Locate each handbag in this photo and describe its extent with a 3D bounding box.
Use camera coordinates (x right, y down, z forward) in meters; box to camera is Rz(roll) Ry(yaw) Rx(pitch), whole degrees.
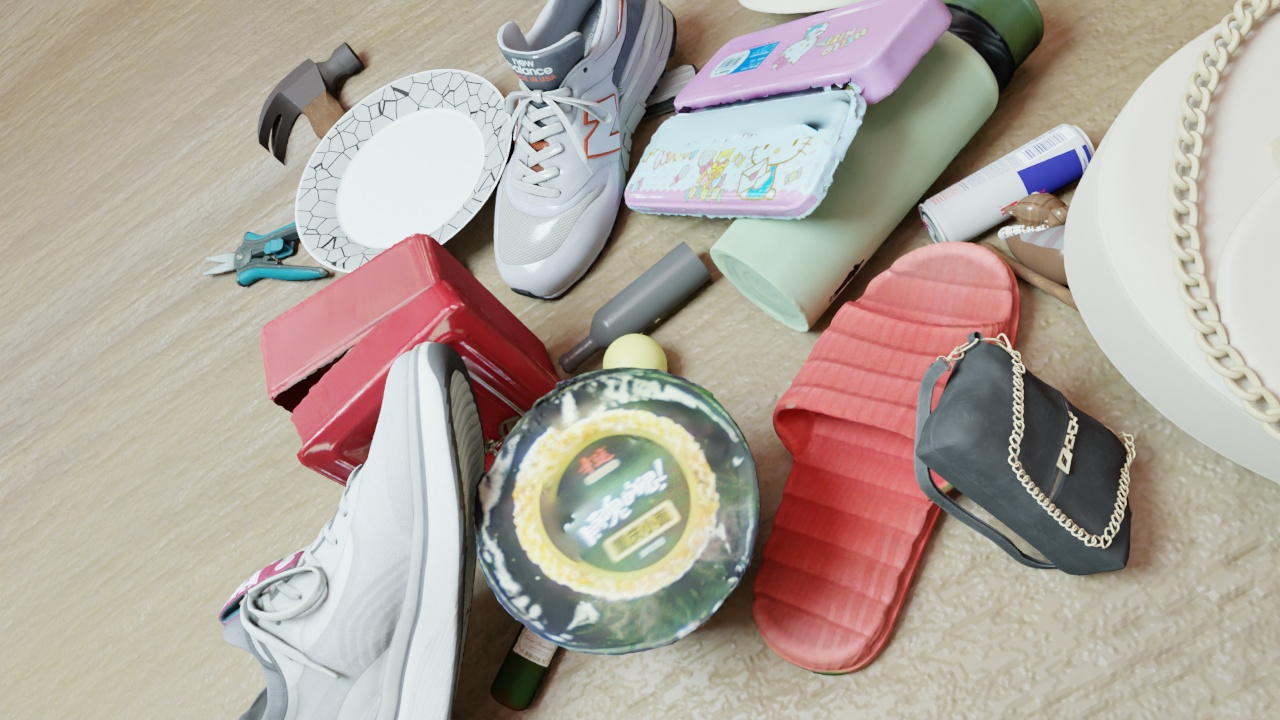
[{"bbox_3d":[0.184,0.043,0.434,0.054,0.128,0.079,-36,21,58],"label":"handbag"},{"bbox_3d":[0.312,-0.056,0.412,0.211,0.103,0.208,-30,72,3],"label":"handbag"}]

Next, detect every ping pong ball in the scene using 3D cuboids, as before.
[{"bbox_3d":[-0.003,0.003,0.572,0.040,0.040,0.040,-10,62,20],"label":"ping pong ball"}]

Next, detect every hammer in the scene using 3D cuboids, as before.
[{"bbox_3d":[-0.229,-0.157,0.762,0.115,0.033,0.323,-41,57,0],"label":"hammer"}]

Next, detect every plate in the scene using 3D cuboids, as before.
[{"bbox_3d":[-0.181,-0.144,0.706,0.189,0.016,0.188,-10,61,18],"label":"plate"}]

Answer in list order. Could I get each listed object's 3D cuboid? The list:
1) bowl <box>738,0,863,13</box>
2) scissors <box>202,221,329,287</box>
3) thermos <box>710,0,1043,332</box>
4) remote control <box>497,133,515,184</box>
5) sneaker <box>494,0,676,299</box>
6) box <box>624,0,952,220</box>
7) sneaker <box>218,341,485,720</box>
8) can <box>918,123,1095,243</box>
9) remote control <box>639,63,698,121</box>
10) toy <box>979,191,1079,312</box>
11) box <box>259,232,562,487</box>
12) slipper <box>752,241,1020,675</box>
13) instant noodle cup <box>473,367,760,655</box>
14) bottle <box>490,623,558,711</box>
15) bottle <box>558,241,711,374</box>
[{"bbox_3d":[0.130,-0.292,0.597,0.151,0.075,0.150,-12,36,8],"label":"bowl"},{"bbox_3d":[-0.308,-0.090,0.772,0.148,0.019,0.123,-41,60,8],"label":"scissors"},{"bbox_3d":[0.141,-0.130,0.546,0.082,0.082,0.231,38,86,34],"label":"thermos"},{"bbox_3d":[-0.122,-0.177,0.730,0.034,0.013,0.150,-42,56,2],"label":"remote control"},{"bbox_3d":[-0.056,-0.169,0.615,0.089,0.124,0.239,17,81,24],"label":"sneaker"},{"bbox_3d":[0.074,-0.150,0.560,0.150,0.035,0.214,-57,27,-7],"label":"box"},{"bbox_3d":[-0.151,0.110,0.480,0.128,0.096,0.263,10,107,-7],"label":"sneaker"},{"bbox_3d":[0.209,-0.099,0.526,0.095,0.032,0.032,-30,57,9],"label":"can"},{"bbox_3d":[-0.019,-0.188,0.688,0.137,0.013,0.033,-15,61,19],"label":"remote control"},{"bbox_3d":[0.231,-0.054,0.491,0.102,0.041,0.055,44,111,42],"label":"toy"},{"bbox_3d":[-0.128,0.014,0.557,0.134,0.157,0.110,-39,51,2],"label":"box"},{"bbox_3d":[0.121,0.039,0.483,0.104,0.059,0.248,19,78,34],"label":"slipper"},{"bbox_3d":[-0.006,0.087,0.479,0.137,0.112,0.137,-3,67,7],"label":"instant noodle cup"},{"bbox_3d":[-0.053,0.150,0.533,0.025,0.025,0.106,19,76,31],"label":"bottle"},{"bbox_3d":[-0.007,-0.030,0.596,0.113,0.030,0.030,-39,56,3],"label":"bottle"}]
